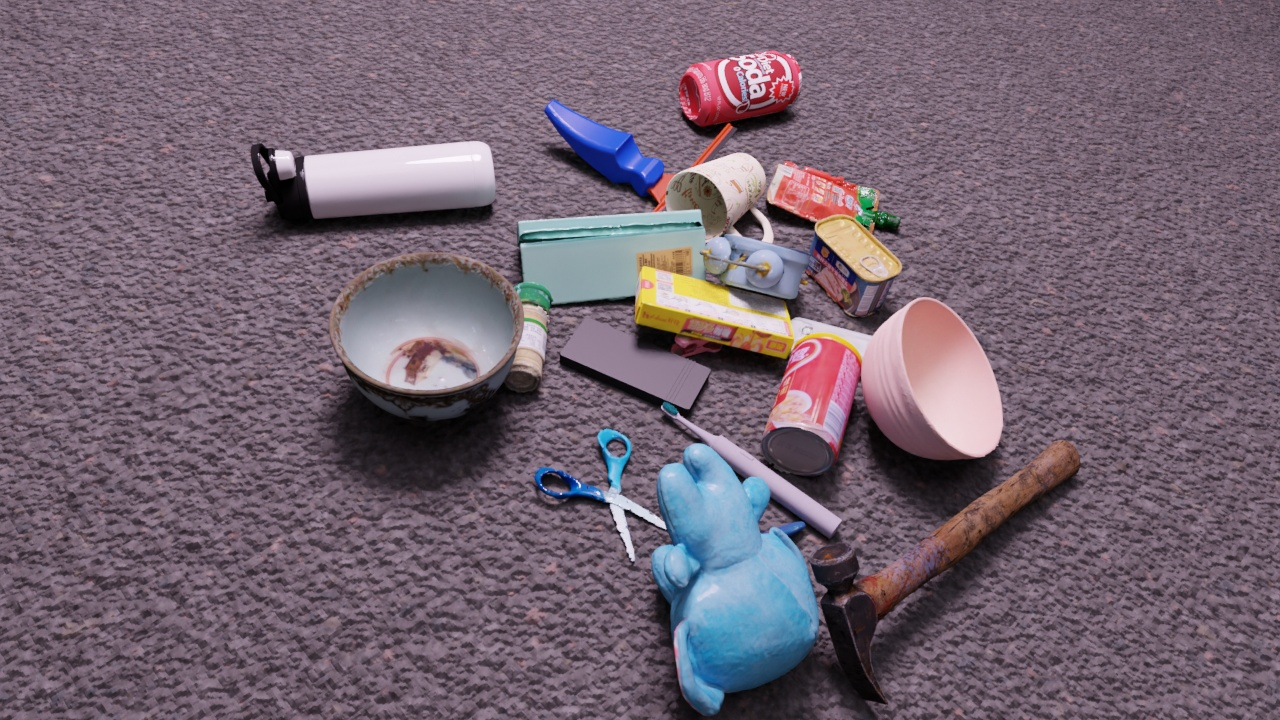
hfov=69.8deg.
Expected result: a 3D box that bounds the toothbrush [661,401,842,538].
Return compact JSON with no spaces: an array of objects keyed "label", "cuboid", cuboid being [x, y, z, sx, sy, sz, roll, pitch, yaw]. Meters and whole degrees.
[{"label":"toothbrush","cuboid":[0.092,0.091,0.800,0.188,0.019,0.018,35,55,20]}]

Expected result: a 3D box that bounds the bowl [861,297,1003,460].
[{"label":"bowl","cuboid":[0.251,0.026,0.828,0.153,0.076,0.152,21,56,-34]}]

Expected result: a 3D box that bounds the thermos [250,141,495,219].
[{"label":"thermos","cuboid":[-0.267,-0.192,0.941,0.229,0.101,0.068,-8,71,-13]}]

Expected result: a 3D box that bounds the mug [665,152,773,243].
[{"label":"mug","cuboid":[0.101,-0.169,1.002,0.122,0.081,0.097,49,49,4]}]

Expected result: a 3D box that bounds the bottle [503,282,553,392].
[{"label":"bottle","cuboid":[-0.106,-0.022,0.856,0.042,0.043,0.109,5,50,-4]}]

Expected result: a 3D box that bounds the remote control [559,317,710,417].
[{"label":"remote control","cuboid":[-0.005,0.005,0.864,0.133,0.013,0.058,23,50,12]}]

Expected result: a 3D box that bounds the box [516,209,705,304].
[{"label":"box","cuboid":[-0.029,-0.099,0.927,0.188,0.077,0.091,-5,89,-10]}]

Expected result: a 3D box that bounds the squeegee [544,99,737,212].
[{"label":"squeegee","cuboid":[-0.030,-0.234,1.039,0.185,0.055,0.248,36,61,3]}]

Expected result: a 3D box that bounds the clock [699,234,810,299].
[{"label":"clock","cuboid":[0.114,-0.095,0.909,0.089,0.052,0.124,19,8,35]}]

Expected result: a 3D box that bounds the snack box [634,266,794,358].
[{"label":"snack box","cuboid":[0.070,-0.047,0.888,0.152,0.025,0.075,13,32,-8]}]

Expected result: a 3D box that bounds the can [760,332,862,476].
[{"label":"can","cuboid":[0.155,0.038,0.824,0.067,0.067,0.124,19,50,8]}]

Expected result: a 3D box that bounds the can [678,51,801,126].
[{"label":"can","cuboid":[0.123,-0.338,1.140,0.142,0.075,0.074,-16,54,-21]}]

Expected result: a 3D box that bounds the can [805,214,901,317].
[{"label":"can","cuboid":[0.219,-0.098,0.956,0.053,0.059,0.099,-22,55,-24]}]

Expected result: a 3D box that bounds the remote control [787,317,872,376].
[{"label":"remote control","cuboid":[0.210,-0.010,0.903,0.133,0.022,0.050,15,49,4]}]

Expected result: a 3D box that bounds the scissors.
[{"label":"scissors","cuboid":[-0.033,0.115,0.768,0.117,0.014,0.130,-8,55,-19]}]

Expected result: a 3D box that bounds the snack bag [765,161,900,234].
[{"label":"snack bag","cuboid":[0.222,-0.181,1.046,0.155,0.044,0.087,18,54,1]}]

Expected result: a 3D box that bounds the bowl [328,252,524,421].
[{"label":"bowl","cuboid":[-0.181,-0.006,0.794,0.160,0.094,0.159,4,49,-5]}]

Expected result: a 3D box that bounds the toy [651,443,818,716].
[{"label":"toy","cuboid":[0.054,0.154,0.670,0.182,0.115,0.180,-33,98,-47]}]

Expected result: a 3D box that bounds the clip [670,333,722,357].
[{"label":"clip","cuboid":[0.054,-0.014,0.888,0.060,0.044,0.023,4,45,-43]}]

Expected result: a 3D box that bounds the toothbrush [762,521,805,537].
[{"label":"toothbrush","cuboid":[0.081,0.156,0.744,0.132,0.021,0.016,-22,91,-24]}]

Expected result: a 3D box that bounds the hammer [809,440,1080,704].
[{"label":"hammer","cuboid":[0.268,0.148,0.752,0.329,0.033,0.120,-22,99,-34]}]
